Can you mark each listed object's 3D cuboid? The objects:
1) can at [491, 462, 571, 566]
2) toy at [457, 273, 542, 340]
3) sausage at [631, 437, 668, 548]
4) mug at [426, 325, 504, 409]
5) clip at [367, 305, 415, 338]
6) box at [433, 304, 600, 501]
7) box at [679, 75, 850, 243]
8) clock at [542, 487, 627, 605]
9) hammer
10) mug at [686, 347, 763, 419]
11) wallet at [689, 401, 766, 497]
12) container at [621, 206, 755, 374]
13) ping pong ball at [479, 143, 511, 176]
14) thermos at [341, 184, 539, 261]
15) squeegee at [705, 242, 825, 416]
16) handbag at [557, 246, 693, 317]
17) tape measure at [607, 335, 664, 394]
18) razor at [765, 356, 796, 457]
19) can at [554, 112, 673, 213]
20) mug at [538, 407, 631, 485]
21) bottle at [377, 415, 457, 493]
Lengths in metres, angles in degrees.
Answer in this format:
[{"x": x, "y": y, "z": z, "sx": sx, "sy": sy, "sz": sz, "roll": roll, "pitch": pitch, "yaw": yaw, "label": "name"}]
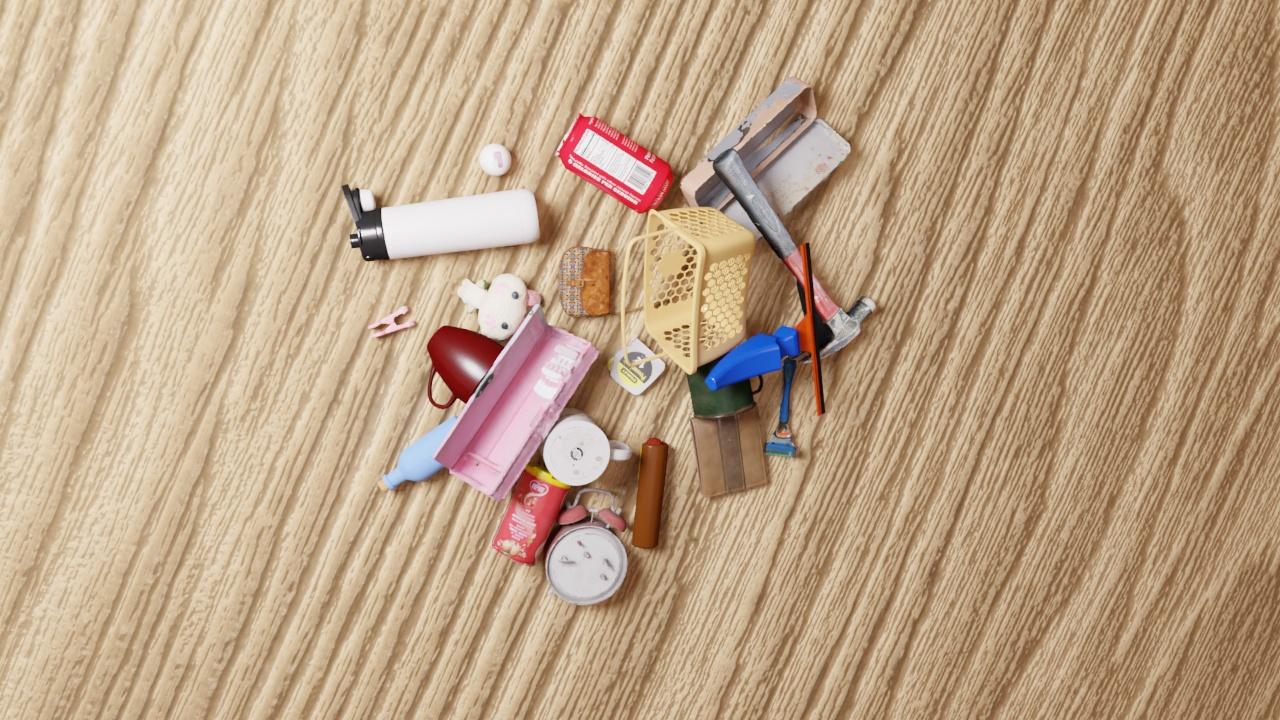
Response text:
[{"x": -0.144, "y": 0.201, "z": 1.211, "sx": 0.066, "sy": 0.067, "sz": 0.124, "roll": 24, "pitch": 92, "yaw": -13, "label": "can"}, {"x": -0.179, "y": -0.070, "z": 1.182, "sx": 0.112, "sy": 0.050, "sz": 0.087, "roll": 21, "pitch": 92, "yaw": -19, "label": "toy"}, {"x": 0.012, "y": 0.182, "z": 1.255, "sx": 0.040, "sy": 0.040, "sz": 0.155, "roll": 5, "pitch": 96, "yaw": -12, "label": "sausage"}, {"x": -0.233, "y": 0.008, "z": 1.164, "sx": 0.088, "sy": 0.087, "sz": 0.114, "roll": 38, "pitch": 86, "yaw": 4, "label": "mug"}, {"x": -0.318, "y": -0.052, "z": 1.168, "sx": 0.060, "sy": 0.023, "sz": 0.044, "roll": -3, "pitch": 93, "yaw": -13, "label": "clip"}, {"x": -0.164, "y": 0.045, "z": 1.136, "sx": 0.232, "sy": 0.099, "sz": 0.107, "roll": -56, "pitch": 139, "yaw": -12, "label": "box"}, {"x": 0.167, "y": -0.253, "z": 1.204, "sx": 0.217, "sy": 0.095, "sz": 0.115, "roll": -44, "pitch": 146, "yaw": -3, "label": "box"}, {"x": -0.071, "y": 0.251, "z": 1.235, "sx": 0.110, "sy": 0.062, "sz": 0.157, "roll": 9, "pitch": 95, "yaw": -12, "label": "clock"}, {"x": 0.189, "y": -0.136, "z": 1.211, "sx": 0.140, "sy": 0.036, "sz": 0.326, "roll": -44, "pitch": 117, "yaw": -10, "label": "hammer"}, {"x": 0.117, "y": 0.026, "z": 1.236, "sx": 0.110, "sy": 0.085, "sz": 0.081, "roll": -16, "pitch": 98, "yaw": -26, "label": "mug"}, {"x": 0.123, "y": 0.125, "z": 1.273, "sx": 0.098, "sy": 0.027, "sz": 0.121, "roll": -13, "pitch": 105, "yaw": -11, "label": "wallet"}, {"x": 0.046, "y": -0.089, "z": 1.150, "sx": 0.166, "sy": 0.129, "sz": 0.184, "roll": -19, "pitch": 130, "yaw": -26, "label": "container"}, {"x": -0.183, "y": -0.253, "z": 1.158, "sx": 0.040, "sy": 0.040, "sz": 0.040, "roll": -1, "pitch": 97, "yaw": -11, "label": "ping pong ball"}, {"x": -0.247, "y": -0.183, "z": 1.145, "sx": 0.229, "sy": 0.068, "sz": 0.101, "roll": -9, "pitch": 86, "yaw": -9, "label": "thermos"}, {"x": 0.156, "y": -0.007, "z": 1.181, "sx": 0.184, "sy": 0.055, "sz": 0.250, "roll": -27, "pitch": 119, "yaw": -31, "label": "squeegee"}, {"x": -0.012, "y": -0.103, "z": 1.216, "sx": 0.195, "sy": 0.043, "sz": 0.093, "roll": -1, "pitch": 99, "yaw": -15, "label": "handbag"}, {"x": -0.007, "y": 0.007, "z": 1.239, "sx": 0.064, "sy": 0.017, "sz": 0.065, "roll": 42, "pitch": 88, "yaw": -13, "label": "tape measure"}, {"x": 0.205, "y": 0.064, "z": 1.289, "sx": 0.044, "sy": 0.018, "sz": 0.141, "roll": 7, "pitch": 93, "yaw": 7, "label": "razor"}, {"x": -0.032, "y": -0.250, "z": 1.172, "sx": 0.142, "sy": 0.074, "sz": 0.074, "roll": 30, "pitch": 90, "yaw": -13, "label": "can"}, {"x": -0.071, "y": 0.113, "z": 1.199, "sx": 0.119, "sy": 0.096, "sz": 0.083, "roll": 8, "pitch": 95, "yaw": -12, "label": "mug"}, {"x": -0.280, "y": 0.126, "z": 1.184, "sx": 0.131, "sy": 0.048, "sz": 0.048, "roll": -35, "pitch": 102, "yaw": -5, "label": "bottle"}]
